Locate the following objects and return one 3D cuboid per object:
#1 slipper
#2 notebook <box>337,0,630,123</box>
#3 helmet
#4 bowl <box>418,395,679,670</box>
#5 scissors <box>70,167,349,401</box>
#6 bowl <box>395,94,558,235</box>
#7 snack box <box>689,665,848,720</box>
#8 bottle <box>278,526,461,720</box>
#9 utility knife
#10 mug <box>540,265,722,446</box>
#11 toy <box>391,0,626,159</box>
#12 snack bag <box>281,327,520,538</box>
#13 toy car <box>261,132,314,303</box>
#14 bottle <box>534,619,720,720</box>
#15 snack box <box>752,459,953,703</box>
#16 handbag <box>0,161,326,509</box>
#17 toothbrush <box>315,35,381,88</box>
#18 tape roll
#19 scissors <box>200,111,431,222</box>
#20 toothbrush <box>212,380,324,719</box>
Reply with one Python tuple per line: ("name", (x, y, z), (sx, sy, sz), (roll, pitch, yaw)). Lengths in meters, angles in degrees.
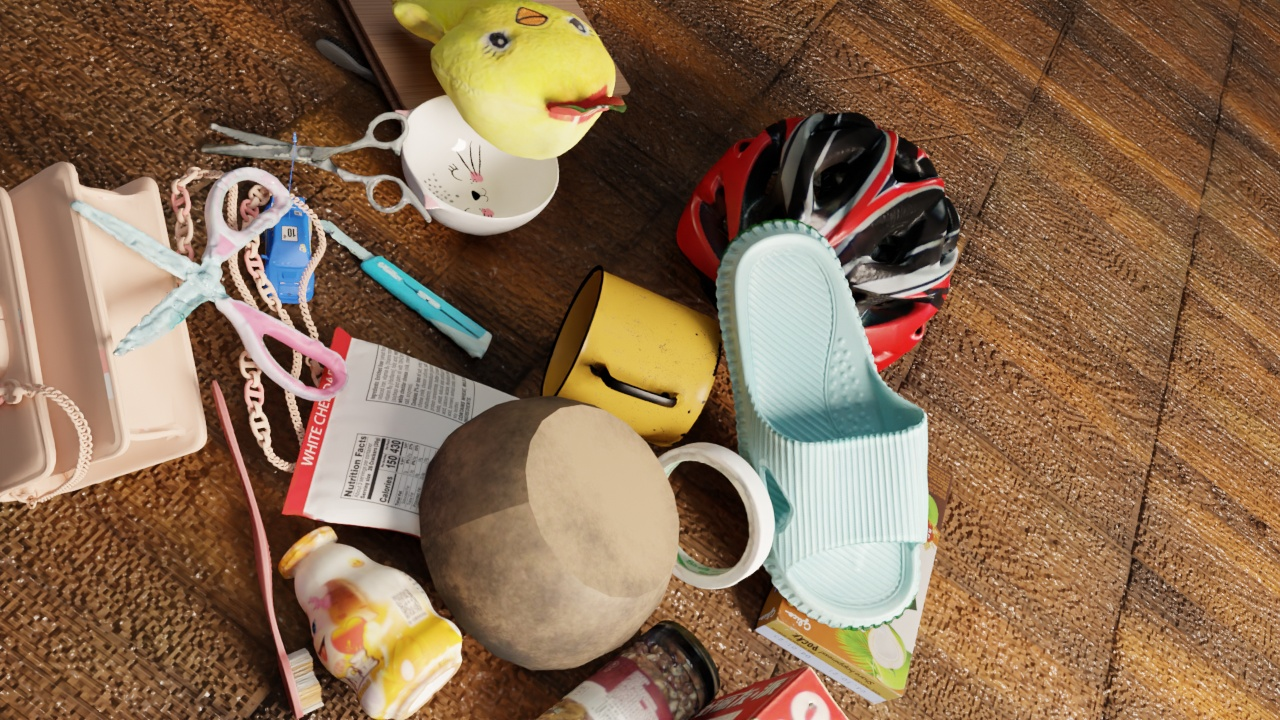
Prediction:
("slipper", (0.116, 0.042, 0.583), (0.116, 0.069, 0.276), (-13, 91, -6))
("notebook", (-0.131, -0.273, 0.761), (0.210, 0.022, 0.169), (-17, 69, -35))
("helmet", (0.156, -0.102, 0.737), (0.217, 0.167, 0.271), (46, 41, 1))
("bowl", (-0.043, 0.093, 0.539), (0.162, 0.070, 0.162), (28, 46, -34))
("scissors", (-0.224, -0.050, 0.504), (0.170, 0.013, 0.174), (39, 37, -44))
("bowl", (-0.122, -0.136, 0.677), (0.114, 0.051, 0.114), (11, 58, -19))
("snack box", (0.117, 0.293, 0.505), (0.060, 0.113, 0.236), (-28, 76, -35))
("bottle", (-0.149, 0.140, 0.500), (0.109, 0.063, 0.063), (43, 53, 13))
("utility knife", (-0.165, -0.050, 0.632), (0.149, 0.015, 0.022), (36, 50, 0))
("mug", (-0.004, 0.004, 0.613), (0.094, 0.101, 0.123), (22, 14, -15))
("toy", (-0.098, -0.216, 0.651), (0.133, 0.092, 0.207), (-22, 64, -39))
("snack bag", (-0.131, 0.055, 0.563), (0.144, 0.039, 0.130), (23, 47, -25))
("toy car", (-0.227, -0.091, 0.595), (0.033, 0.062, 0.092), (1, 62, -25))
("bottle", (-0.009, 0.203, 0.532), (0.105, 0.056, 0.056), (-29, 77, -35))
("snack box", (0.159, 0.136, 0.665), (0.101, 0.032, 0.185), (32, 54, -5))
("handbag", (-0.275, 0.000, 0.525), (0.187, 0.117, 0.198), (1, 73, -66))
("toothbrush", (-0.177, -0.202, 0.714), (0.167, 0.013, 0.013), (33, 46, -5))
("tape roll", (0.041, 0.100, 0.592), (0.018, 0.094, 0.094), (-11, 66, -51))
("scissors", (-0.219, -0.128, 0.622), (0.159, 0.014, 0.120), (-16, 76, -2))
("toothbrush", (-0.196, 0.099, 0.479), (0.015, 0.015, 0.184), (-17, 99, -33))
